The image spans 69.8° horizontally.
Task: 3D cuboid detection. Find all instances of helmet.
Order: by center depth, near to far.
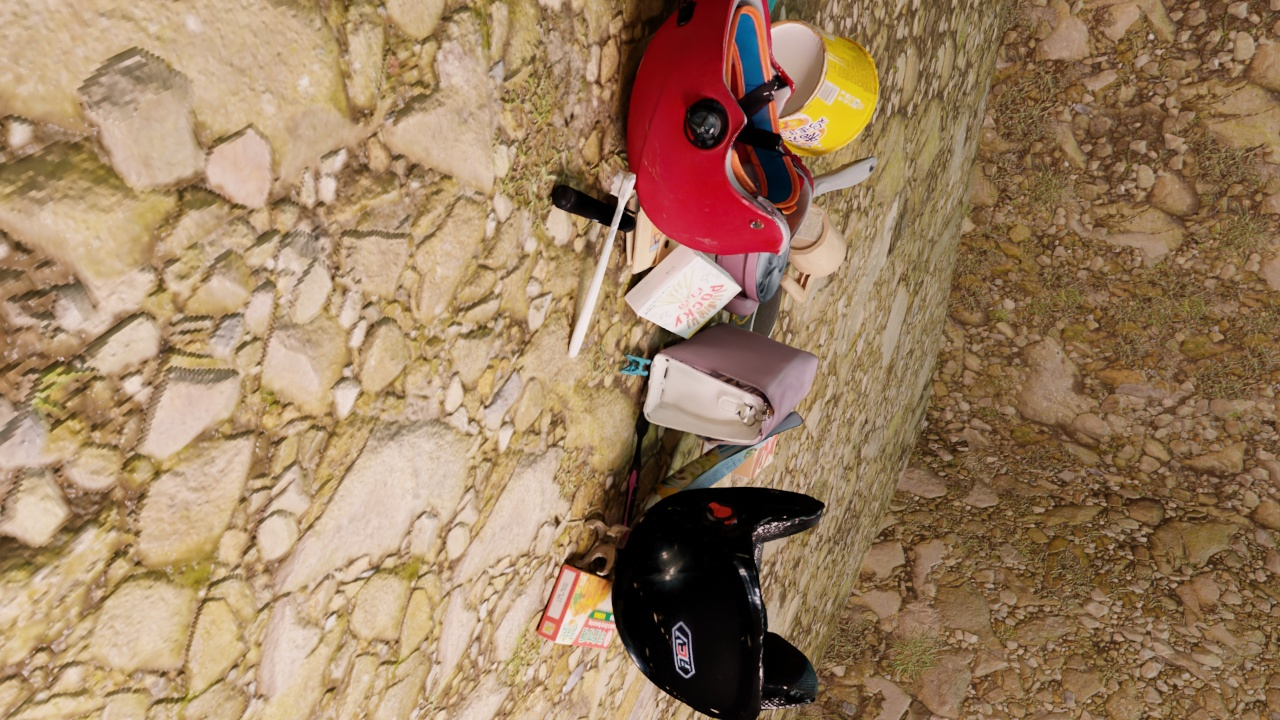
[{"bbox_3d":[0.058,-0.203,0.807,0.206,0.144,0.240,-53,132,-58],"label":"helmet"},{"bbox_3d":[0.080,0.254,0.977,0.274,0.230,0.233,-41,130,-75],"label":"helmet"}]

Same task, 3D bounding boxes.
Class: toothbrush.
[{"bbox_3d":[-0.038,-0.081,0.803,0.016,0.016,0.180,-28,142,-57],"label":"toothbrush"},{"bbox_3d":[-0.008,0.142,1.055,0.017,0.014,0.189,-38,140,-67],"label":"toothbrush"}]

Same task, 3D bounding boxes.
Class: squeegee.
[{"bbox_3d":[0.168,-0.187,1.015,0.249,0.040,0.248,-19,131,-19],"label":"squeegee"}]

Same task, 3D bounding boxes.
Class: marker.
[{"bbox_3d":[-0.037,-0.130,0.794,0.022,0.020,0.131,-56,159,12],"label":"marker"}]

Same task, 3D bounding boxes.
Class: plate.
[{"bbox_3d":[0.167,-0.066,1.281,0.178,0.024,0.180,-44,143,-47],"label":"plate"}]

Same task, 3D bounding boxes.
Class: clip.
[{"bbox_3d":[-0.006,0.006,0.966,0.056,0.014,0.043,12,95,-65],"label":"clip"},{"bbox_3d":[-0.033,0.189,1.007,0.102,0.035,0.093,-43,144,-56],"label":"clip"}]

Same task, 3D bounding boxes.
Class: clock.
[{"bbox_3d":[0.139,-0.117,1.142,0.116,0.060,0.159,-45,143,-49],"label":"clock"}]

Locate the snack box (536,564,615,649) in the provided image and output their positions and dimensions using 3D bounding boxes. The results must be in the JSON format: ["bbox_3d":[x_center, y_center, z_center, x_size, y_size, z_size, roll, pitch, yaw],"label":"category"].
[{"bbox_3d":[-0.060,0.275,1.014,0.077,0.027,0.156,-68,156,-11],"label":"snack box"}]

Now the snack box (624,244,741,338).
[{"bbox_3d":[0.048,-0.071,0.968,0.085,0.027,0.156,-43,159,11],"label":"snack box"}]

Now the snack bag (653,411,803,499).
[{"bbox_3d":[0.105,0.116,1.108,0.191,0.039,0.110,-33,173,-1],"label":"snack bag"}]

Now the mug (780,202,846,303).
[{"bbox_3d":[0.231,-0.152,1.293,0.103,0.084,0.124,25,87,-64],"label":"mug"}]

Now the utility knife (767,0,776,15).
[{"bbox_3d":[0.162,-0.445,1.022,0.216,0.013,0.029,-68,156,-10],"label":"utility knife"}]

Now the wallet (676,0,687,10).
[{"bbox_3d":[0.059,-0.372,0.829,0.101,0.032,0.125,-49,147,-37],"label":"wallet"}]

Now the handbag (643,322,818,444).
[{"bbox_3d":[0.108,0.029,1.058,0.196,0.145,0.098,-28,128,-61],"label":"handbag"}]

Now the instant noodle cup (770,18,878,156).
[{"bbox_3d":[0.177,-0.305,1.013,0.109,0.138,0.138,3,103,-54],"label":"instant noodle cup"}]

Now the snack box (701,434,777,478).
[{"bbox_3d":[0.143,0.099,1.273,0.094,0.077,0.093,-20,123,-62],"label":"snack box"}]

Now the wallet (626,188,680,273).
[{"bbox_3d":[0.018,-0.136,0.911,0.114,0.024,0.087,-35,132,-56],"label":"wallet"}]
